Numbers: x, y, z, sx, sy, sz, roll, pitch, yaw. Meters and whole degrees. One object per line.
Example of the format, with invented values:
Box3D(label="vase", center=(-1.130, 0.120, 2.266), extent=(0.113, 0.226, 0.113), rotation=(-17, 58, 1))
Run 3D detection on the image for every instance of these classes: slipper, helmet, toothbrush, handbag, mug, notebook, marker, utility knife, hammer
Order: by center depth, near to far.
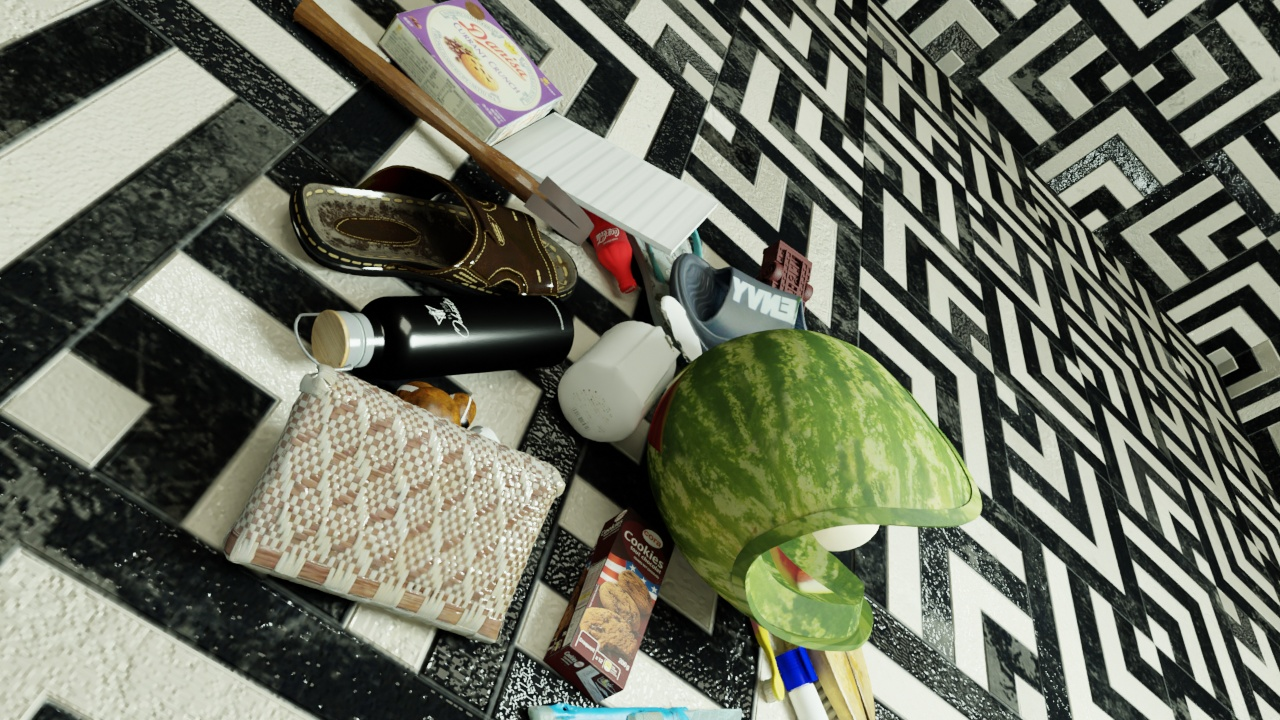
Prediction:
Box3D(label="handbag", center=(-0.146, 0.093, 0.574), extent=(0.185, 0.047, 0.124), rotation=(29, 78, -29))
Box3D(label="utility knife", center=(0.005, 0.261, 0.661), extent=(0.205, 0.015, 0.031), rotation=(17, 52, -41))
Box3D(label="slipper", center=(-0.152, -0.103, 0.754), extent=(0.267, 0.076, 0.113), rotation=(7, 54, -45))
Box3D(label="helmet", center=(0.124, 0.086, 0.754), extent=(0.243, 0.214, 0.246), rotation=(14, 35, -16))
Box3D(label="marker", center=(0.150, 0.309, 0.767), extent=(0.023, 0.027, 0.133), rotation=(19, 45, -58))
Box3D(label="toothbrush", center=(0.105, 0.231, 0.799), extent=(0.021, 0.016, 0.135), rotation=(23, 42, -31))
Box3D(label="hammer", center=(-0.176, -0.214, 0.840), extent=(0.323, 0.033, 0.115), rotation=(38, 1, -9))
Box3D(label="mug", center=(0.180, 0.130, 0.902), extent=(0.120, 0.096, 0.099), rotation=(26, 50, -25))
Box3D(label="slipper", center=(0.137, -0.010, 0.919), extent=(0.268, 0.084, 0.110), rotation=(43, 41, -16))
Box3D(label="notebook", center=(-0.033, -0.188, 0.950), extent=(0.210, 0.009, 0.142), rotation=(30, 37, 7))
Box3D(label="slipper", center=(0.035, -0.118, 0.979), extent=(0.098, 0.055, 0.268), rotation=(16, 44, -38))

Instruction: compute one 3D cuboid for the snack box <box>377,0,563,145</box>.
Box3D(label="snack box", center=(-0.168, -0.296, 0.936), extent=(0.143, 0.041, 0.147), rotation=(47, 35, -6))

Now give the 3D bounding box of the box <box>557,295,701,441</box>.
Box3D(label="box", center=(-0.002, 0.004, 0.817), extent=(0.083, 0.093, 0.165), rotation=(52, 32, -8))

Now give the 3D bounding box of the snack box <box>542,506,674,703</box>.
Box3D(label="snack box", center=(-0.020, 0.179, 0.688), extent=(0.051, 0.032, 0.140), rotation=(43, 36, -12))

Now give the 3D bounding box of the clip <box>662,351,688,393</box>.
Box3D(label="clip", center=(0.044, -0.011, 0.937), extent=(0.113, 0.028, 0.126), rotation=(49, 35, 5))

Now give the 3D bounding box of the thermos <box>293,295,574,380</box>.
Box3D(label="thermos", center=(-0.151, -0.018, 0.692), extent=(0.230, 0.061, 0.061), rotation=(-5, 63, -50))

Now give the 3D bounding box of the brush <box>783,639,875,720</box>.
Box3D(label="brush", center=(0.157, 0.239, 0.823), extent=(0.059, 0.043, 0.195), rotation=(7, 55, -43))

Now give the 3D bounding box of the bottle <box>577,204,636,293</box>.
Box3D(label="bottle", center=(-0.031, -0.122, 0.940), extent=(0.036, 0.036, 0.119), rotation=(4, 57, -46))

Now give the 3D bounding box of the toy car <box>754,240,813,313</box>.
Box3D(label="toy car", center=(0.147, -0.047, 1.044), extent=(0.070, 0.062, 0.169), rotation=(29, 61, -28))

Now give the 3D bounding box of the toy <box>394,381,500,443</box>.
Box3D(label="toy", center=(-0.132, 0.066, 0.643), extent=(0.112, 0.067, 0.087), rotation=(54, 34, -13))
